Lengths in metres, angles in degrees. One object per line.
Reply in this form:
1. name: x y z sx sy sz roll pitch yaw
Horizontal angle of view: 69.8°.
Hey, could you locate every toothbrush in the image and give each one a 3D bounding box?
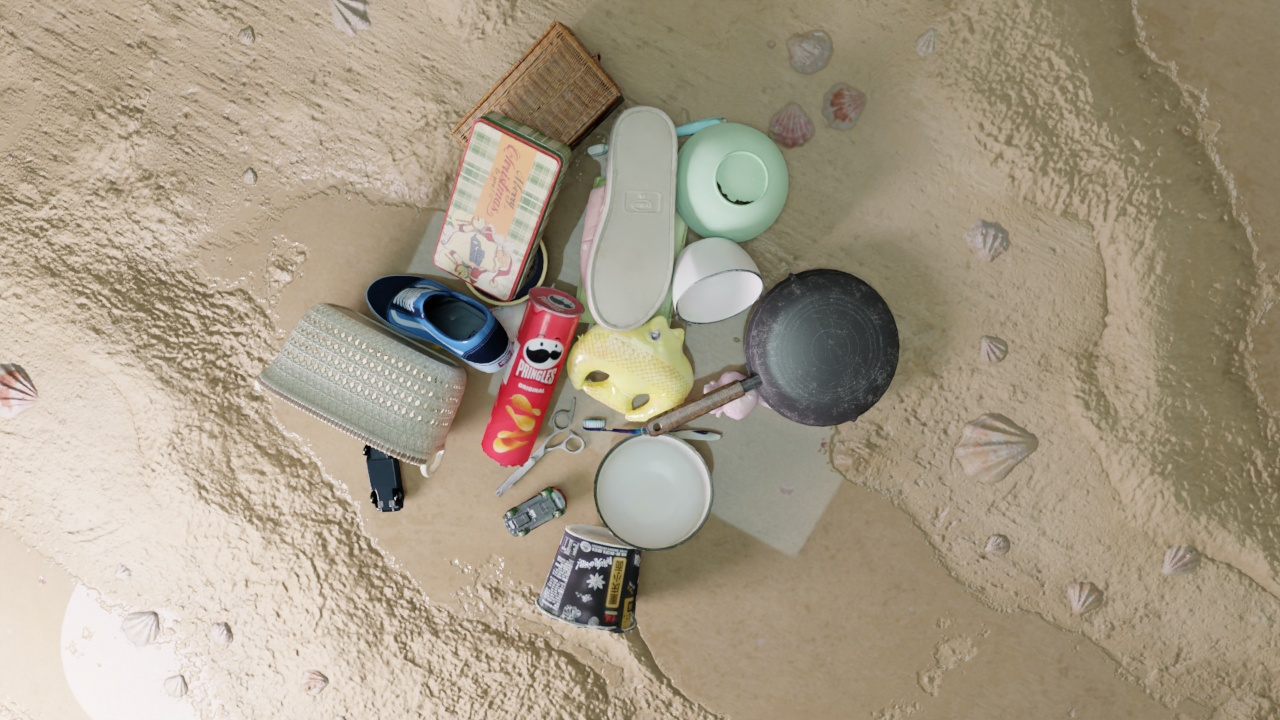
1. toothbrush: 0.015 0.092 1.225 0.189 0.016 0.017 4 102 5
2. toothbrush: 0.020 -0.284 1.165 0.181 0.016 0.016 -11 96 6

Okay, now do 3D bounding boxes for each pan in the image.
1. pan: 0.165 0.017 1.153 0.357 0.040 0.207 -25 95 -5

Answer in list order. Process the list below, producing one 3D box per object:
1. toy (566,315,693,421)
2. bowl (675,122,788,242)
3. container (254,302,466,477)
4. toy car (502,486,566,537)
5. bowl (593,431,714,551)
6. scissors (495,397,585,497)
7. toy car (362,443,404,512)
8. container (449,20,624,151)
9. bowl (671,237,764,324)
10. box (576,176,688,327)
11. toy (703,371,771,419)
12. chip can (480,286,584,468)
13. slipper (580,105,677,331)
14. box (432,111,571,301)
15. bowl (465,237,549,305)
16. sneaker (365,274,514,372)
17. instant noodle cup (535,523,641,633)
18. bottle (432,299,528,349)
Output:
1. toy: -0.007 0.007 1.177 0.170 0.064 0.155 33 118 -19
2. bowl: 0.116 -0.219 1.124 0.151 0.077 0.151 -1 97 -6
3. container: -0.344 0.031 1.170 0.246 0.184 0.143 27 90 -1
4. toy car: -0.142 0.205 1.246 0.091 0.036 0.042 -30 95 10
5. bowl: 0.015 0.174 1.195 0.153 0.073 0.153 1 73 -3
6. scissors: -0.142 0.119 1.245 0.170 0.014 0.095 -22 98 5
7. toy car: -0.350 0.153 1.258 0.046 0.034 0.112 -5 99 6
8. container: -0.121 -0.304 1.125 0.199 0.113 0.112 -42 99 12
9. bowl: 0.089 -0.103 1.143 0.116 0.116 0.065 -21 62 8
10. box: -0.010 -0.134 1.178 0.141 0.044 0.188 5 101 -17
11. toy: 0.136 0.042 1.192 0.110 0.047 0.063 -8 102 -2
12. chip can: -0.142 0.025 1.175 0.073 0.073 0.233 22 114 1
13. slipper: -0.010 -0.171 1.121 0.114 0.054 0.274 7 96 -13
14. box: -0.167 -0.179 1.084 0.117 0.049 0.206 27 121 -1
15. bowl: -0.170 -0.129 1.183 0.112 0.061 0.112 1 99 5
16. sneaker: -0.263 -0.071 1.144 0.241 0.098 0.083 26 66 29
17. instant noodle cup: -0.060 0.281 1.209 0.137 0.137 0.112 13 91 3
18. bottle: -0.206 -0.039 1.206 0.146 0.051 0.051 -17 97 7
